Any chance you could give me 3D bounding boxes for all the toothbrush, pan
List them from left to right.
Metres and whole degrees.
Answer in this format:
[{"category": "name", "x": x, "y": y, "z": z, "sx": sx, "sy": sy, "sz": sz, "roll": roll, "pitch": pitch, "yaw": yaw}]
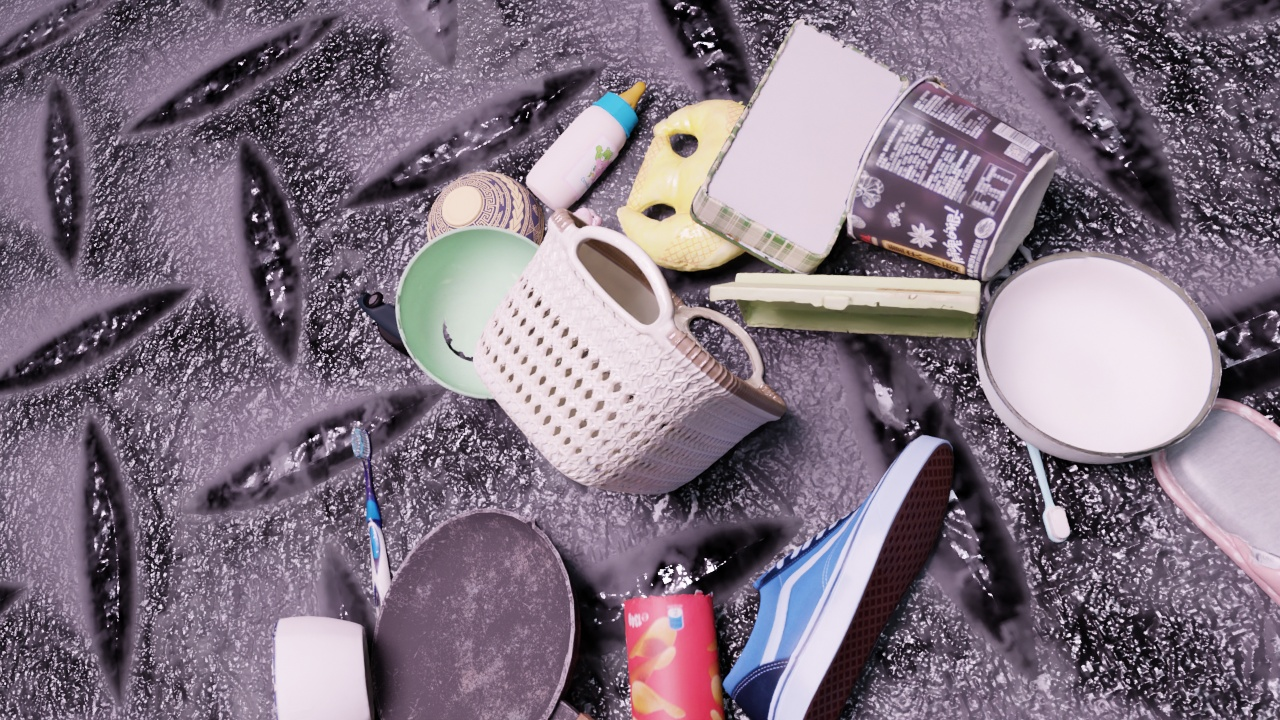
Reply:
[{"category": "toothbrush", "x": -0.240, "y": 0.146, "z": 0.817, "sx": 0.016, "sy": 0.017, "sz": 0.188, "roll": -20, "pitch": 66, "yaw": 9}, {"category": "pan", "x": -0.073, "y": 0.247, "z": 0.677, "sx": 0.357, "sy": 0.040, "sz": 0.207, "roll": 26, "pitch": 85, "yaw": 37}, {"category": "toothbrush", "x": 0.287, "y": 0.045, "z": 0.681, "sx": 0.016, "sy": 0.016, "sz": 0.180, "roll": -12, "pitch": 67, "yaw": 9}]

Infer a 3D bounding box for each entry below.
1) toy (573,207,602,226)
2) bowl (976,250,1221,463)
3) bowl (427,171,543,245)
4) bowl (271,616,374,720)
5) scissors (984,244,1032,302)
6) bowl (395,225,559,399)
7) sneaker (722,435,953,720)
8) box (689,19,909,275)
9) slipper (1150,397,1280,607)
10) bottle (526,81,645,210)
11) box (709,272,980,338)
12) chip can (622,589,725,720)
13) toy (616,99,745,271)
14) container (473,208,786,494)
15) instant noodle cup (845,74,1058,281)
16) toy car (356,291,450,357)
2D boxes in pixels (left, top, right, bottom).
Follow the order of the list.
[{"category": "toy", "x": -0.041, "y": -0.079, "z": 0.817, "sx": 0.064, "sy": 0.047, "sz": 0.110, "roll": -23, "pitch": 77, "yaw": 13}, {"category": "bowl", "x": 0.311, "y": 0.006, "z": 0.646, "sx": 0.153, "sy": 0.073, "sz": 0.153, "roll": -3, "pitch": 65, "yaw": 6}, {"category": "bowl", "x": -0.154, "y": -0.132, "z": 0.863, "sx": 0.112, "sy": 0.061, "sz": 0.112, "roll": -6, "pitch": 69, "yaw": 16}, {"category": "bowl", "x": -0.251, "y": 0.259, "z": 0.734, "sx": 0.065, "sy": 0.117, "sz": 0.116, "roll": -7, "pitch": 66, "yaw": -15}, {"category": "scissors", "x": 0.299, "y": -0.104, "z": 0.731, "sx": 0.095, "sy": 0.014, "sz": 0.170, "roll": -5, "pitch": 73, "yaw": 19}, {"category": "bowl", "x": -0.138, "y": -0.035, "z": 0.802, "sx": 0.150, "sy": 0.077, "sz": 0.150, "roll": 4, "pitch": 78, "yaw": -17}, {"category": "sneaker", "x": 0.134, "y": 0.147, "z": 0.660, "sx": 0.098, "sy": 0.083, "sz": 0.241, "roll": 22, "pitch": 73, "yaw": 42}, {"category": "box", "x": 0.131, "y": -0.175, "z": 0.750, "sx": 0.117, "sy": 0.050, "sz": 0.205, "roll": 27, "pitch": 67, "yaw": 0}, {"category": "slipper", "x": 0.450, "y": 0.126, "z": 0.575, "sx": 0.114, "sy": 0.054, "sz": 0.274, "roll": -44, "pitch": 63, "yaw": -1}, {"category": "bottle", "x": -0.044, "y": -0.206, "z": 0.859, "sx": 0.051, "sy": 0.051, "sz": 0.146, "roll": 40, "pitch": 87, "yaw": 26}, {"category": "box", "x": 0.158, "y": -0.046, "z": 0.691, "sx": 0.188, "sy": 0.141, "sz": 0.044, "roll": 4, "pitch": 88, "yaw": 21}, {"category": "chip can", "x": 0.030, "y": 0.285, "z": 0.649, "sx": 0.073, "sy": 0.073, "sz": 0.232, "roll": -10, "pitch": 68, "yaw": 14}, {"category": "toy", "x": 0.065, "y": -0.152, "z": 0.796, "sx": 0.155, "sy": 0.064, "sz": 0.170, "roll": 17, "pitch": 74, "yaw": 19}, {"category": "container", "x": -0.004, "y": 0.004, "z": 0.674, "sx": 0.143, "sy": 0.246, "sz": 0.184, "roll": -47, "pitch": 67, "yaw": 7}, {"category": "instant noodle cup", "x": 0.235, "y": -0.128, "z": 0.688, "sx": 0.112, "sy": 0.137, "sz": 0.137, "roll": 32, "pitch": 83, "yaw": 25}, {"category": "toy car", "x": -0.221, "y": -0.026, "z": 0.857, "sx": 0.112, "sy": 0.046, "sz": 0.034, "roll": 34, "pitch": 82, "yaw": 24}]
